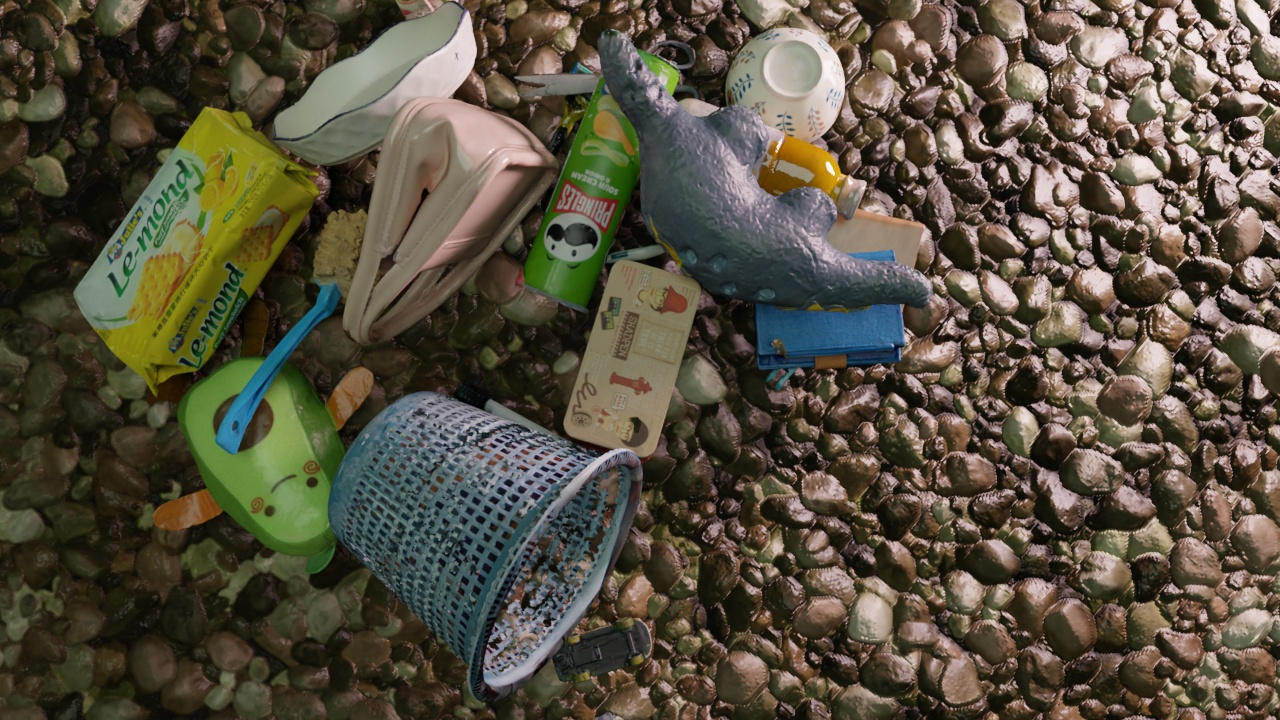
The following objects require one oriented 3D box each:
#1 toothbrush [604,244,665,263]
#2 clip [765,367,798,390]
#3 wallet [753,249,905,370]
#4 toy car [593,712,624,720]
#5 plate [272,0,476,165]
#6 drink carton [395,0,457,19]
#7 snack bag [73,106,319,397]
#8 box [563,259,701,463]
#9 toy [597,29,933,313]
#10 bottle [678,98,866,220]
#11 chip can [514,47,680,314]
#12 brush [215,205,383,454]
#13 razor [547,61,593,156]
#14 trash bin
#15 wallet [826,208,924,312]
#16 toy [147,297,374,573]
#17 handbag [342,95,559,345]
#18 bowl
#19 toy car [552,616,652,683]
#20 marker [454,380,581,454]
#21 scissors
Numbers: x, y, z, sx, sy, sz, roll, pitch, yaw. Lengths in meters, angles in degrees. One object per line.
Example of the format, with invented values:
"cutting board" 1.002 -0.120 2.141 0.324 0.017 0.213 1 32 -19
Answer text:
"toothbrush" 0.056 -0.110 0.870 0.191 0.016 0.018 -11 96 -1
"clip" 0.140 0.002 0.861 0.041 0.014 0.056 35 87 3
"wallet" 0.170 -0.045 0.840 0.133 0.040 0.106 -4 81 6
"toy car" 0.001 0.368 0.826 0.120 0.037 0.054 30 87 6
"plate" -0.229 -0.241 0.809 0.205 0.205 0.045 -34 123 -2
"drink carton" -0.203 -0.351 0.836 0.053 0.122 0.045 -10 87 -1
"snack bag" -0.395 -0.102 0.823 0.158 0.068 0.246 33 88 34
"box" -0.005 0.005 0.838 0.091 0.079 0.168 16 80 3
"toy" 0.081 -0.130 0.785 0.356 0.091 0.138 40 111 -6
"bottle" 0.111 -0.180 0.841 0.189 0.068 0.068 23 86 7
"chip can" -0.039 -0.164 0.832 0.072 0.072 0.236 22 93 2
"brush" -0.293 -0.032 0.802 0.046 0.083 0.254 16 63 20
"razor" -0.078 -0.210 0.875 0.042 0.022 0.142 28 90 -13
"trash bin" -0.138 0.130 0.764 0.195 0.226 0.226 28 86 20
"wallet" 0.204 -0.085 0.865 0.101 0.020 0.115 14 88 4
"toy" -0.339 0.072 0.823 0.227 0.090 0.246 -37 82 -2
"handbag" -0.178 -0.106 0.790 0.093 0.193 0.234 35 107 3
"bowl" 0.138 -0.262 0.857 0.113 0.062 0.113 0 84 1
"toy car" -0.035 0.261 0.833 0.090 0.035 0.042 -16 87 -1
"marker" -0.114 0.057 0.858 0.131 0.018 0.022 28 77 3
"scissors" -0.026 -0.254 0.863 0.172 0.014 0.145 -43 101 -9
